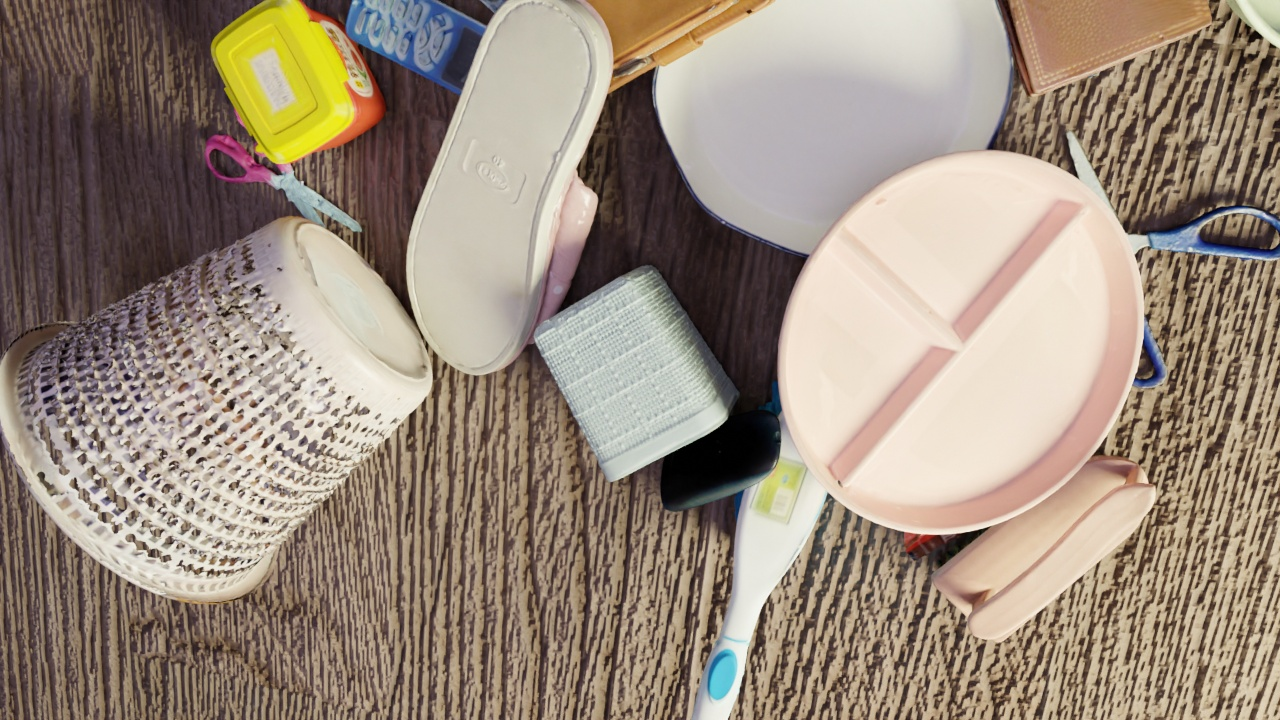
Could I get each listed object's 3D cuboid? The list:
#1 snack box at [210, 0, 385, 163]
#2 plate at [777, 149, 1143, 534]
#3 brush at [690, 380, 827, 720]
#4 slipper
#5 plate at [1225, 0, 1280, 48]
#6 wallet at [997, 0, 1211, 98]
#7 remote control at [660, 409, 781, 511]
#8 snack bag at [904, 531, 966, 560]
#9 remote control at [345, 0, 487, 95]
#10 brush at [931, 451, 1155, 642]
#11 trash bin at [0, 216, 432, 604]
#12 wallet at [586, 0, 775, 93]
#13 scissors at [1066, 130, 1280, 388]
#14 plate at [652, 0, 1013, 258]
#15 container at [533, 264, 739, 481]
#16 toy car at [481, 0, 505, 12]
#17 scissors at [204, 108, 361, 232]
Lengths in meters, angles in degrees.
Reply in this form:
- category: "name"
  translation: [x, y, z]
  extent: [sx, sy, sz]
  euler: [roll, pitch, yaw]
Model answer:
- category: "snack box"
  translation: [-0.223, -0.184, 0.609]
  extent: [0.082, 0.080, 0.091]
  euler: [-24, 99, 16]
- category: "plate"
  translation: [0.188, -0.008, 0.544]
  extent: [0.229, 0.028, 0.230]
  euler: [-2, 104, -10]
- category: "brush"
  translation: [0.073, 0.152, 0.620]
  extent: [0.060, 0.109, 0.315]
  euler: [18, 108, 5]
- category: "slipper"
  translation: [-0.084, -0.108, 0.604]
  extent: [0.114, 0.054, 0.275]
  euler: [30, 123, 12]
- category: "plate"
  translation: [0.357, -0.262, 0.434]
  extent: [0.230, 0.027, 0.230]
  euler: [-7, 116, -15]
- category: "wallet"
  translation: [0.253, -0.226, 0.519]
  extent: [0.101, 0.032, 0.124]
  euler: [-21, 100, 13]
- category: "remote control"
  translation: [0.044, 0.067, 0.606]
  extent: [0.024, 0.053, 0.137]
  euler: [17, 153, -25]
- category: "snack bag"
  translation: [0.179, 0.081, 0.619]
  extent: [0.048, 0.026, 0.104]
  euler: [-29, 100, -9]
- category: "remote control"
  translation: [-0.132, -0.211, 0.611]
  extent: [0.125, 0.024, 0.049]
  euler: [28, 109, 0]
- category: "brush"
  translation: [0.262, 0.117, 0.588]
  extent: [0.063, 0.073, 0.146]
  euler: [43, 107, -2]
- category: "trash bin"
  translation: [-0.259, 0.016, 0.617]
  extent: [0.192, 0.227, 0.227]
  euler: [-35, 95, 6]
- category: "wallet"
  translation: [0.002, -0.225, 0.525]
  extent: [0.132, 0.031, 0.108]
  euler: [-17, 102, 40]
- category: "scissors"
  translation: [0.302, -0.061, 0.562]
  extent: [0.176, 0.012, 0.162]
  euler: [-2, 105, 14]
- category: "plate"
  translation: [0.114, -0.166, 0.558]
  extent: [0.205, 0.045, 0.205]
  euler: [3, 107, 11]
- category: "container"
  translation: [-0.004, 0.004, 0.610]
  extent: [0.090, 0.089, 0.111]
  euler: [-29, 93, 18]
- category: "toy car"
  translation: [-0.070, -0.224, 0.586]
  extent: [0.090, 0.042, 0.034]
  euler: [38, 143, -4]
- category: "scissors"
  translation: [-0.265, -0.125, 0.671]
  extent: [0.094, 0.017, 0.137]
  euler: [-27, 101, 17]
